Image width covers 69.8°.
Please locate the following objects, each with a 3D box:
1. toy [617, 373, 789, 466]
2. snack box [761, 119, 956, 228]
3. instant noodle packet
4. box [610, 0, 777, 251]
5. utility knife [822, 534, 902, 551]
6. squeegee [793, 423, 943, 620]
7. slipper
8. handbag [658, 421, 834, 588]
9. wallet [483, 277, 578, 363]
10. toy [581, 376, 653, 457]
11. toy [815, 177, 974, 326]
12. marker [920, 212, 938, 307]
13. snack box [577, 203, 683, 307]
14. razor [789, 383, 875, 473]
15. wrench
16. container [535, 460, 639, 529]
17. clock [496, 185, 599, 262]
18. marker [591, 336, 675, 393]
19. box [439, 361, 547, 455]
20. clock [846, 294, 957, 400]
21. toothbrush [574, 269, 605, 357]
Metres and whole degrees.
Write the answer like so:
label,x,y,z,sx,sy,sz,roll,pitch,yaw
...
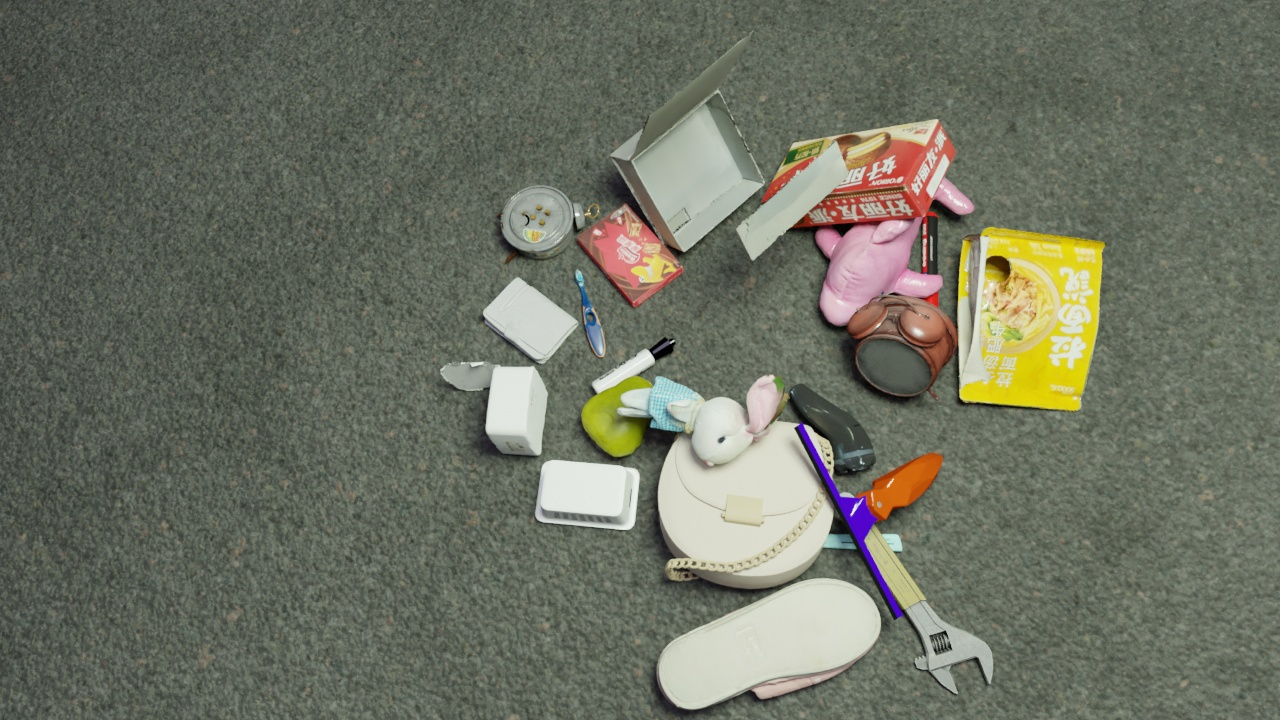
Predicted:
label,x,y,z,sx,sy,sz,roll,pitch,yaw
toy,0.069,0.070,1.089,0.205,0.131,0.105,2,73,13
snack box,0.281,-0.241,1.207,0.237,0.060,0.113,5,58,50
instant noodle packet,0.498,-0.050,1.182,0.163,0.084,0.221,5,86,-4
box,0.064,-0.295,1.153,0.166,0.369,0.150,-42,73,-10
utility knife,0.259,0.225,1.140,0.129,0.015,0.022,0,95,6
squeegee,0.310,0.154,1.110,0.184,0.055,0.249,-24,85,-38
slipper,0.151,0.337,1.085,0.274,0.054,0.114,-16,70,-5
handbag,0.128,0.173,1.133,0.211,0.103,0.208,7,63,7
wallet,-0.154,-0.057,1.264,0.116,0.032,0.086,32,73,15
toy,-0.020,0.069,1.197,0.109,0.051,0.090,-42,75,-13
toy,0.325,-0.165,1.213,0.187,0.128,0.265,31,76,17
marker,0.395,-0.136,1.256,0.024,0.021,0.144,-7,67,34
snack box,-0.015,-0.149,1.291,0.089,0.021,0.133,-37,72,-9
razor,0.241,0.088,1.175,0.140,0.053,0.064,47,112,24
wrench,0.321,0.274,1.104,0.083,0.018,0.273,-32,77,-1
container,-0.069,0.167,1.166,0.129,0.049,0.080,4,70,6
clock,-0.130,-0.197,1.299,0.148,0.056,0.103,-13,69,2
marker,-0.007,0.007,1.232,0.125,0.025,0.025,-33,71,-7
box,-0.197,0.052,1.187,0.137,0.109,0.124,2,69,4
clock,0.325,-0.025,1.147,0.121,0.158,0.072,8,47,35
toothbrush,-0.071,-0.066,1.268,0.021,0.017,0.135,-17,70,0
